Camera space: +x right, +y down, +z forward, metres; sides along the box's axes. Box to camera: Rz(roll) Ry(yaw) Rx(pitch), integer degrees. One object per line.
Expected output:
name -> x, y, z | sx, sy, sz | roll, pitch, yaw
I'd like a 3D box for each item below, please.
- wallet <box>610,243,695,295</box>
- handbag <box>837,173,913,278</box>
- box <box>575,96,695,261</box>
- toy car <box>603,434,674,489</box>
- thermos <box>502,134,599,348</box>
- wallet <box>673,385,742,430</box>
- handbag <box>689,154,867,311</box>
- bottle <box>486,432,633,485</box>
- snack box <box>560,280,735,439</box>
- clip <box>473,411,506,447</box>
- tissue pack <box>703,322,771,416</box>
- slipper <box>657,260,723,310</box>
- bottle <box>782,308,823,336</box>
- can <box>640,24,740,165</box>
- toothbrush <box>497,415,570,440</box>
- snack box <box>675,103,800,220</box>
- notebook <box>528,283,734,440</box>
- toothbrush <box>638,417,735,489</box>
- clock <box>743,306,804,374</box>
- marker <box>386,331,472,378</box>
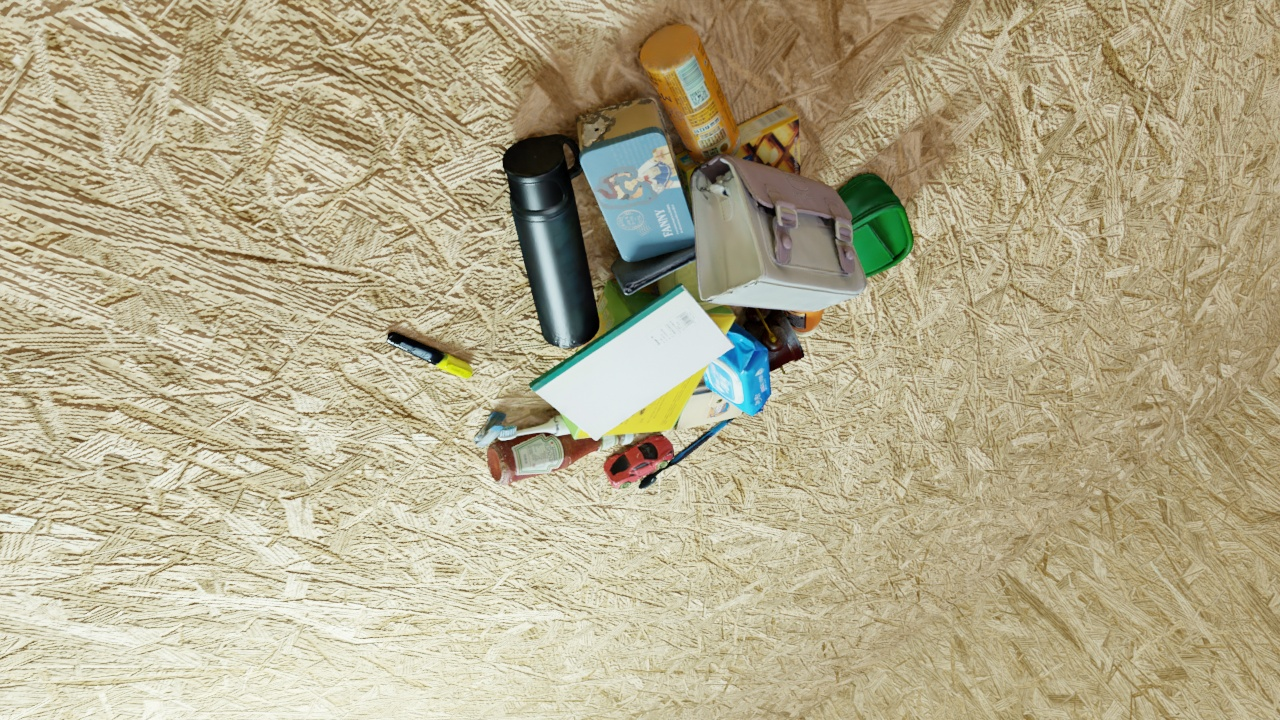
wallet -> 0.028, -0.114, 1.007 | 0.121, 0.097, 0.019 | -27, 113, 0
handbag -> 0.278, -0.165, 1.166 | 0.120, 0.068, 0.131 | -29, 146, 9
box -> 0.000, -0.175, 0.930 | 0.090, 0.059, 0.184 | -15, 143, 10
toy car -> -0.002, 0.144, 1.329 | 0.106, 0.049, 0.031 | -27, 146, -4
thermos -> -0.081, -0.120, 0.950 | 0.089, 0.068, 0.243 | -40, 148, -24
wallet -> 0.108, 0.061, 1.335 | 0.115, 0.024, 0.087 | -9, 137, -27
handbag -> 0.144, -0.131, 0.961 | 0.099, 0.145, 0.196 | -24, 164, 39
bottle -> -0.102, 0.115, 1.217 | 0.205, 0.059, 0.060 | -12, 140, -33
snack box -> 0.002, 0.000, 1.144 | 0.157, 0.070, 0.211 | -2, 135, -34
clip -> -0.189, 0.090, 1.155 | 0.027, 0.045, 0.058 | 10, 132, -44
tissue pack -> 0.122, 0.007, 1.217 | 0.052, 0.095, 0.157 | -44, 148, -20
slipper -> 0.112, -0.107, 1.057 | 0.190, 0.082, 0.091 | -23, 104, -23
bottle -> 0.219, -0.074, 1.231 | 0.066, 0.066, 0.149 | -29, 152, -4
can -> 0.052, -0.254, 0.893 | 0.058, 0.058, 0.146 | -34, 144, 3
toothbrush -> -0.087, 0.081, 1.194 | 0.220, 0.027, 0.026 | -7, 126, -38
snack box -> 0.109, -0.213, 1.006 | 0.140, 0.033, 0.087 | -25, 144, -7
notebook -> -0.006, 0.006, 1.067 | 0.209, 0.012, 0.150 | -33, 141, 11
toothbrush -> 0.072, 0.141, 1.410 | 0.189, 0.014, 0.016 | -38, 145, 7
clock -> 0.175, -0.035, 1.223 | 0.055, 0.082, 0.122 | -28, 147, 5
marker -> -0.232, -0.005, 1.014 | 0.018, 0.015, 0.124 | -45, 141, 12
